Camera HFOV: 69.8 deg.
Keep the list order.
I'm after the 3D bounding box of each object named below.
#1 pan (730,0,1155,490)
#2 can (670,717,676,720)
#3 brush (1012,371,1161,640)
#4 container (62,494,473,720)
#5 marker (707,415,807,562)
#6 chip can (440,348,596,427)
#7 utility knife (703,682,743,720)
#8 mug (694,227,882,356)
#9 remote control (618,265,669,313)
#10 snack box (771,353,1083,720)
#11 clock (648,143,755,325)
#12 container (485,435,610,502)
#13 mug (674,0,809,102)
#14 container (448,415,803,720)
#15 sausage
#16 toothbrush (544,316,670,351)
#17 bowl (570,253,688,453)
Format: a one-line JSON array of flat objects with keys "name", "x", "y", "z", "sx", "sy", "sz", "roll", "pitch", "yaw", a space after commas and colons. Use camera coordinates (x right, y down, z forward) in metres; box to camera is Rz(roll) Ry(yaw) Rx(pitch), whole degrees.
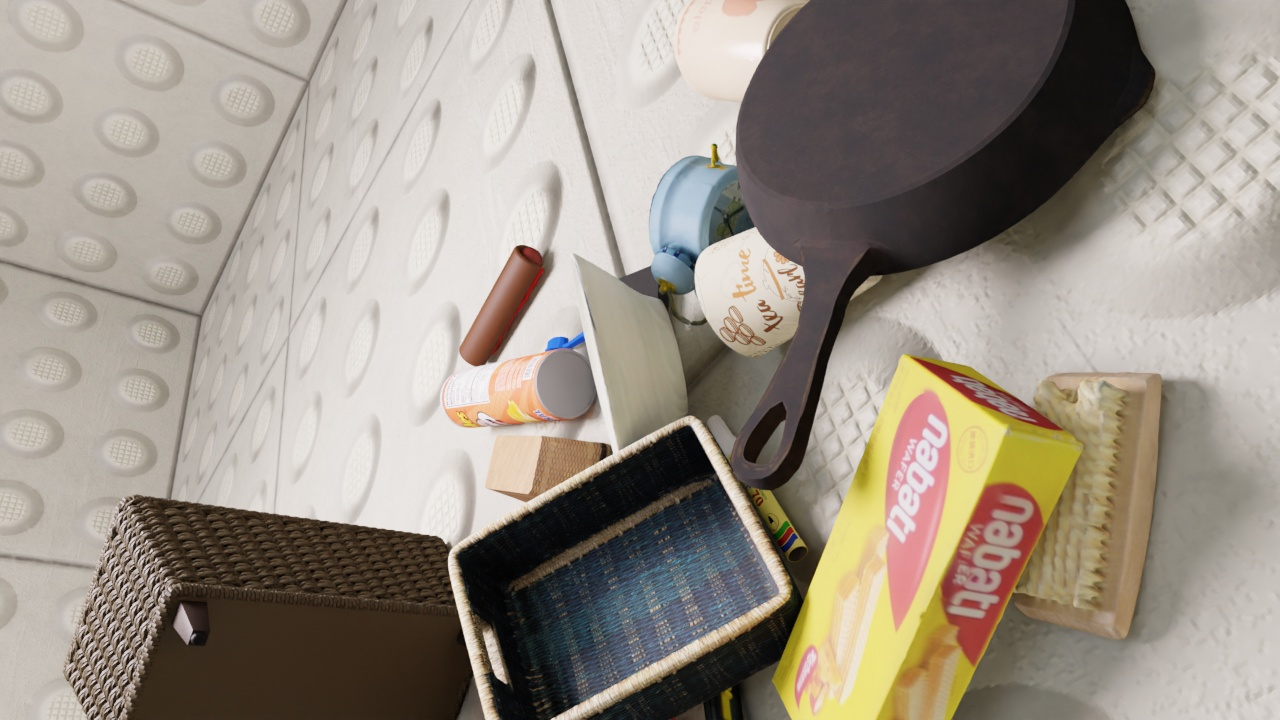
[{"name": "pan", "x": 0.121, "y": -0.099, "z": 0.500, "sx": 0.249, "sy": 0.043, "sz": 0.355, "roll": 10, "pitch": 69, "yaw": 45}, {"name": "can", "x": -0.018, "y": 0.252, "z": 0.601, "sx": 0.075, "sy": 0.074, "sz": 0.142, "roll": -5, "pitch": 70, "yaw": 56}, {"name": "brush", "x": 0.194, "y": 0.060, "z": 0.407, "sx": 0.049, "sy": 0.039, "sz": 0.117, "roll": 1, "pitch": 79, "yaw": 56}, {"name": "container", "x": -0.303, "y": 0.259, "z": 0.821, "sx": 0.205, "sy": 0.320, "sz": 0.176, "roll": 24, "pitch": 95, "yaw": 52}, {"name": "marker", "x": 0.074, "y": 0.080, "z": 0.604, "sx": 0.014, "sy": 0.014, "sz": 0.132, "roll": -58, "pitch": 35, "yaw": 21}, {"name": "chip can", "x": -0.123, "y": 0.030, "z": 0.884, "sx": 0.211, "sy": 0.062, "sz": 0.062, "roll": -10, "pitch": 67, "yaw": 55}, {"name": "utility knife", "x": 0.048, "y": 0.178, "z": 0.583, "sx": 0.020, "sy": 0.028, "sz": 0.170, "roll": -44, "pitch": 42, "yaw": 46}, {"name": "mug", "x": 0.101, "y": -0.072, "z": 0.596, "sx": 0.097, "sy": 0.081, "sz": 0.121, "roll": -27, "pitch": 37, "yaw": 40}, {"name": "remote control", "x": 0.000, "y": -0.010, "z": 0.750, "sx": 0.058, "sy": 0.013, "sz": 0.133, "roll": -15, "pitch": 67, "yaw": 49}, {"name": "snack box", "x": 0.127, "y": 0.105, "z": 0.439, "sx": 0.092, "sy": 0.042, "sz": 0.201, "roll": -118, "pitch": 43, "yaw": -66}, {"name": "clock", "x": 0.048, "y": -0.086, "z": 0.655, "sx": 0.052, "sy": 0.088, "sz": 0.124, "roll": 19, "pitch": 94, "yaw": 40}, {"name": "container", "x": -0.084, "y": 0.095, "z": 0.793, "sx": 0.114, "sy": 0.061, "sz": 0.063, "roll": -6, "pitch": 70, "yaw": 56}, {"name": "mug", "x": 0.097, "y": -0.241, "z": 0.678, "sx": 0.111, "sy": 0.085, "sz": 0.104, "roll": -42, "pitch": 34, "yaw": -9}, {"name": "container", "x": -0.009, "y": 0.142, "z": 0.559, "sx": 0.187, "sy": 0.071, "sz": 0.145, "roll": -30, "pitch": 49, "yaw": 3}, {"name": "sausage", "x": -0.149, "y": -0.057, "z": 0.991, "sx": 0.156, "sy": 0.040, "sz": 0.040, "roll": -56, "pitch": 35, "yaw": 26}, {"name": "toothbrush", "x": -0.033, "y": -0.026, "z": 0.822, "sx": 0.187, "sy": 0.016, "sz": 0.011, "roll": -13, "pitch": 64, "yaw": 52}, {"name": "bowl", "x": -0.004, "y": 0.004, "z": 0.660, "sx": 0.177, "sy": 0.058, "sz": 0.176, "roll": 165, "pitch": 92, "yaw": -85}]
